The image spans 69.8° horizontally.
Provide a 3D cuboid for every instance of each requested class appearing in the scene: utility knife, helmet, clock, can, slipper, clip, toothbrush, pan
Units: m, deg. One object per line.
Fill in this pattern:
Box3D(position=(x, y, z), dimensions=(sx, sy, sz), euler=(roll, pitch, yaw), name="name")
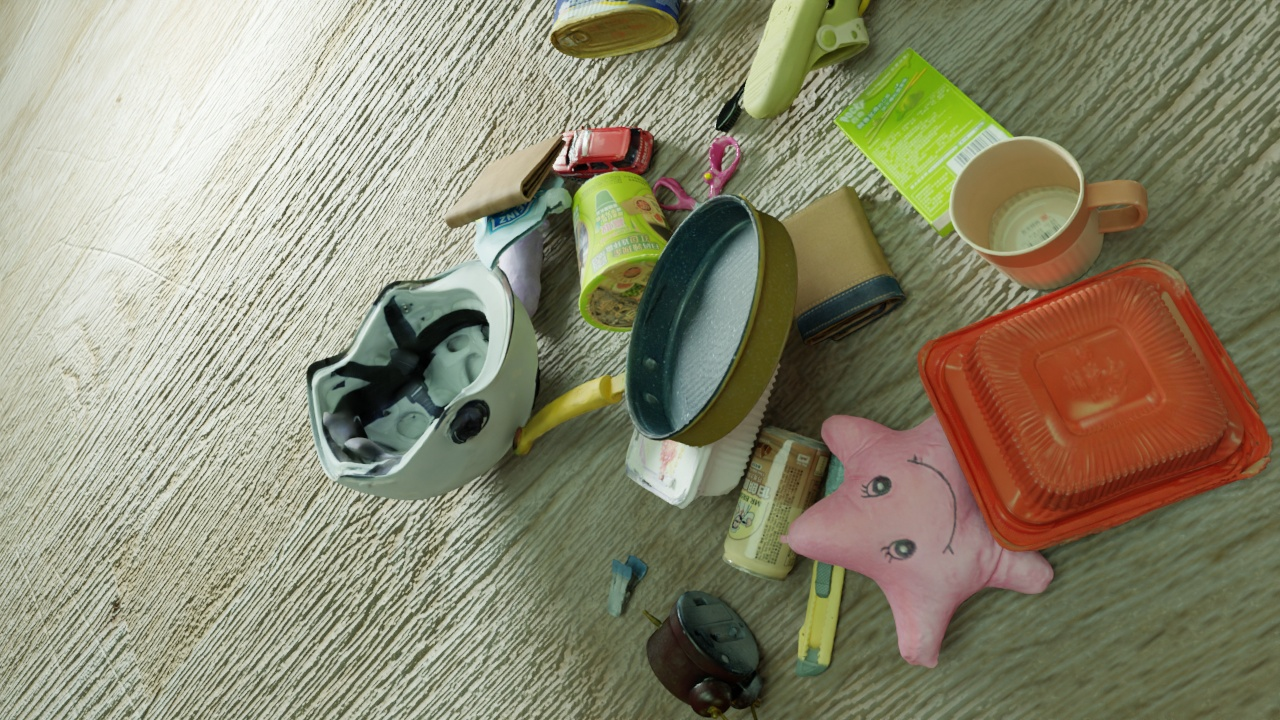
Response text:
Box3D(position=(0.151, 0.162, 0.739), dimensions=(0.031, 0.020, 0.188), euler=(6, 79, 30), name="utility knife")
Box3D(position=(-0.197, 0.035, 0.923), dimensions=(0.258, 0.146, 0.229), euler=(-43, 45, -2), name="helmet")
Box3D(position=(0.056, 0.245, 0.744), dimensions=(0.055, 0.082, 0.122), euler=(-51, 55, 20), name="clock")
Box3D(position=(0.110, 0.115, 0.746), dimensions=(0.058, 0.058, 0.116), euler=(18, 90, 37), name="can")
Box3D(position=(0.153, -0.285, 0.796), dimensions=(0.190, 0.081, 0.092), euler=(-66, 18, -9), name="slipper")
Box3D(position=(-0.026, -0.352, 0.935), dimensions=(0.148, 0.074, 0.049), euler=(0, 77, 36), name="can")
Box3D(position=(-0.018, 0.209, 0.842), dimensions=(0.027, 0.045, 0.058), euler=(27, 106, 33), name="clip")
Box3D(position=(0.127, -0.293, 0.854), dimensions=(0.014, 0.017, 0.189), euler=(41, 100, 33), name="toothbrush")
Box3D(position=(-0.005, 0.004, 0.762), dimensions=(0.359, 0.078, 0.197), euler=(-46, 34, 47), name="pan")

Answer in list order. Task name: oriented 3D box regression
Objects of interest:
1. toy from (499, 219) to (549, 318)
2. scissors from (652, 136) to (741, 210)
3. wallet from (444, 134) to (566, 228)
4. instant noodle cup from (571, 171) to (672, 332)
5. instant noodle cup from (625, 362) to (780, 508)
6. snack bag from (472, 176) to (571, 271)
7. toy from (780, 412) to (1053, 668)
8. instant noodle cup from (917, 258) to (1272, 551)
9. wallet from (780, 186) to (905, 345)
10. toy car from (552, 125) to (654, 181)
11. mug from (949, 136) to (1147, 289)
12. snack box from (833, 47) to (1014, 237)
Box3D(position=(-0.132, -0.092, 0.975), dimensions=(0.084, 0.038, 0.108), euler=(-3, 84, 38), name="toy")
Box3D(position=(0.057, -0.146, 0.869), dimensions=(0.131, 0.017, 0.133), euler=(7, 87, 34), name="scissors")
Box3D(position=(-0.132, -0.179, 0.912), dimensions=(0.101, 0.020, 0.115), euler=(-12, 35, 32), name="wallet")
Box3D(position=(-0.015, -0.108, 0.860), dimensions=(0.112, 0.111, 0.123), euler=(-32, 56, 26), name="instant noodle cup")
Box3D(position=(0.057, 0.035, 0.778), dimensions=(0.138, 0.060, 0.173), euler=(19, 89, 67), name="instant noodle cup")
Box3D(position=(-0.131, -0.158, 0.934), dimensions=(0.110, 0.039, 0.191), euler=(-33, 29, -2), name="snack bag")
Box3D(position=(0.192, 0.124, 0.672), dimensions=(0.179, 0.074, 0.194), euler=(-16, 68, 15), name="toy")
Box3D(position=(0.297, 0.022, 0.603), dimensions=(0.189, 0.079, 0.164), euler=(-23, 68, 9), name="instant noodle cup")
Box3D(position=(0.160, -0.079, 0.771), dimensions=(0.090, 0.033, 0.115), euler=(-29, 64, 24), name="wallet")
Box3D(position=(-0.043, -0.214, 0.936), dimensions=(0.121, 0.045, 0.053), euler=(4, 81, 38), name="toy car")
Box3D(position=(0.288, -0.101, 0.638), dimensions=(0.115, 0.105, 0.081), euler=(-4, 77, 34), name="mug")
Box3D(position=(0.226, -0.176, 0.729), dimensions=(0.086, 0.026, 0.156), euler=(-44, 47, 18), name="snack box")
